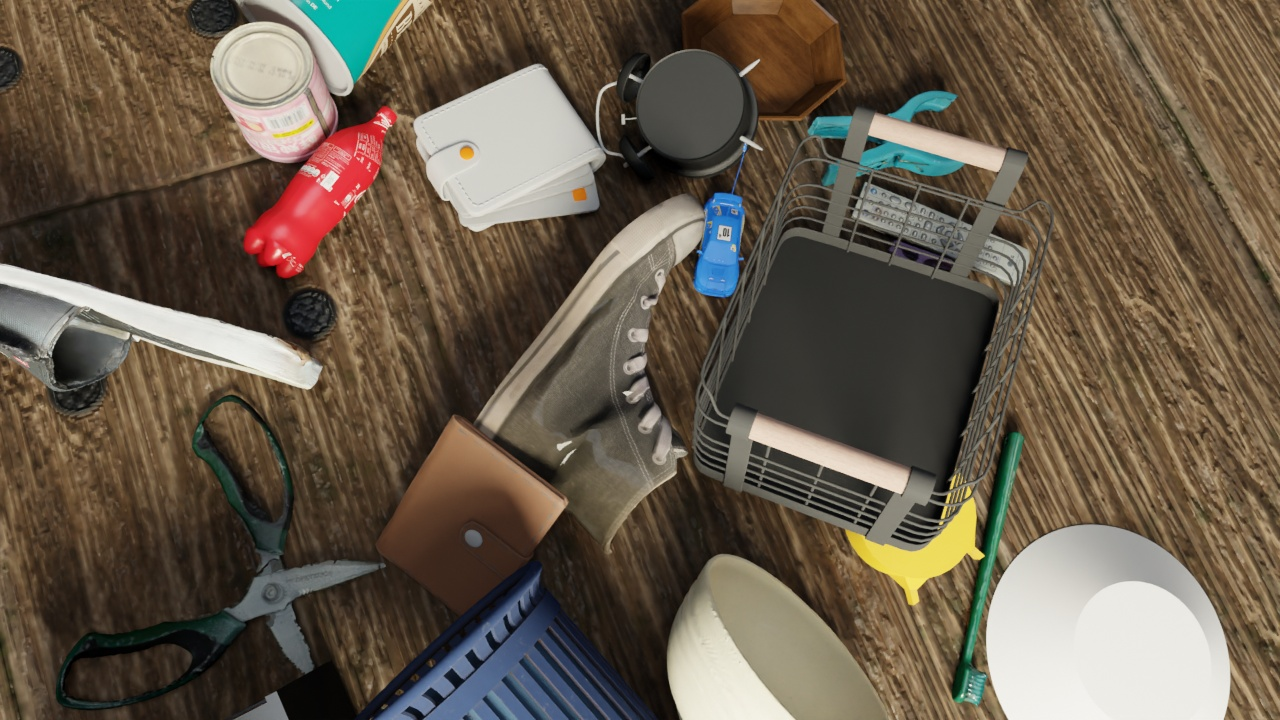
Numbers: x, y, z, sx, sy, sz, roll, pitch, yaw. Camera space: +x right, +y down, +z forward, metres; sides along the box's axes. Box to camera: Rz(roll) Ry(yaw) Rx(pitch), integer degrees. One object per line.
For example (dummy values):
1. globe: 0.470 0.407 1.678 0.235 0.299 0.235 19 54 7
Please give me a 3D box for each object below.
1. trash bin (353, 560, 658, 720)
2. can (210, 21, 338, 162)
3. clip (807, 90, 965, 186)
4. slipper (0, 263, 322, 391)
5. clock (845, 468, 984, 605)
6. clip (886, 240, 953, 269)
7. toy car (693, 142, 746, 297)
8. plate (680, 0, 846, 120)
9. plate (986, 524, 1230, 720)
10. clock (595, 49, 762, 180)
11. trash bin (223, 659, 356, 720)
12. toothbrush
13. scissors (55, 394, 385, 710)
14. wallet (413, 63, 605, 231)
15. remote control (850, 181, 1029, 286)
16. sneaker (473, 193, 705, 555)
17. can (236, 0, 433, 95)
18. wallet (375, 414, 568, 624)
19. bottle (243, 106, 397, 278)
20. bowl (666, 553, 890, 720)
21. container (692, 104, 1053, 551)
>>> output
1. trash bin: -0.027 0.249 0.496 0.139 0.139 0.249 -41 89 -15
2. can: -0.249 -0.182 0.631 0.067 0.076 0.067 2 74 -5
3. clip: 0.193 -0.187 0.707 0.130 0.030 0.120 6 78 -5
4. slipper: -0.335 -0.010 0.564 0.264 0.111 0.063 13 80 -7
5. clock: 0.175 0.092 0.621 0.099 0.044 0.129 -29 87 -13
6. clip: 0.206 -0.071 0.684 0.050 0.013 0.029 30 72 5
7. toy car: 0.062 -0.098 0.649 0.033 0.062 0.092 9 74 -4
8. plate: 0.093 -0.236 0.709 0.131 0.025 0.131 2 74 -6
9. plate: 0.322 0.195 0.609 0.174 0.036 0.173 2 74 -6
10. clock: 0.026 -0.178 0.664 0.121 0.042 0.091 -1 92 12
11. trash bin: -0.225 0.267 0.471 0.171 0.140 0.139 -25 83 -12
12. toothbrush: 0.241 0.139 0.626 0.017 0.016 0.189 18 74 2
13. scissors: -0.269 0.122 0.578 0.201 0.015 0.205 -14 76 -11
14. wallet: -0.089 -0.142 0.659 0.118 0.038 0.115 -31 80 -17
15. remote control: 0.226 -0.094 0.691 0.136 0.013 0.033 24 74 1
16. sneaker: -0.004 0.003 0.600 0.120 0.095 0.234 34 71 1
17. can: -0.199 -0.276 0.651 0.099 0.099 0.143 35 74 4
18. wallet: -0.107 0.101 0.562 0.087 0.013 0.121 37 117 4
19. bottle: -0.216 -0.121 0.636 0.042 0.042 0.141 32 74 3
20. bowl: 0.070 0.196 0.539 0.151 0.150 0.075 44 104 6
21. container: 0.141 -0.017 0.570 0.163 0.130 0.240 20 64 12
